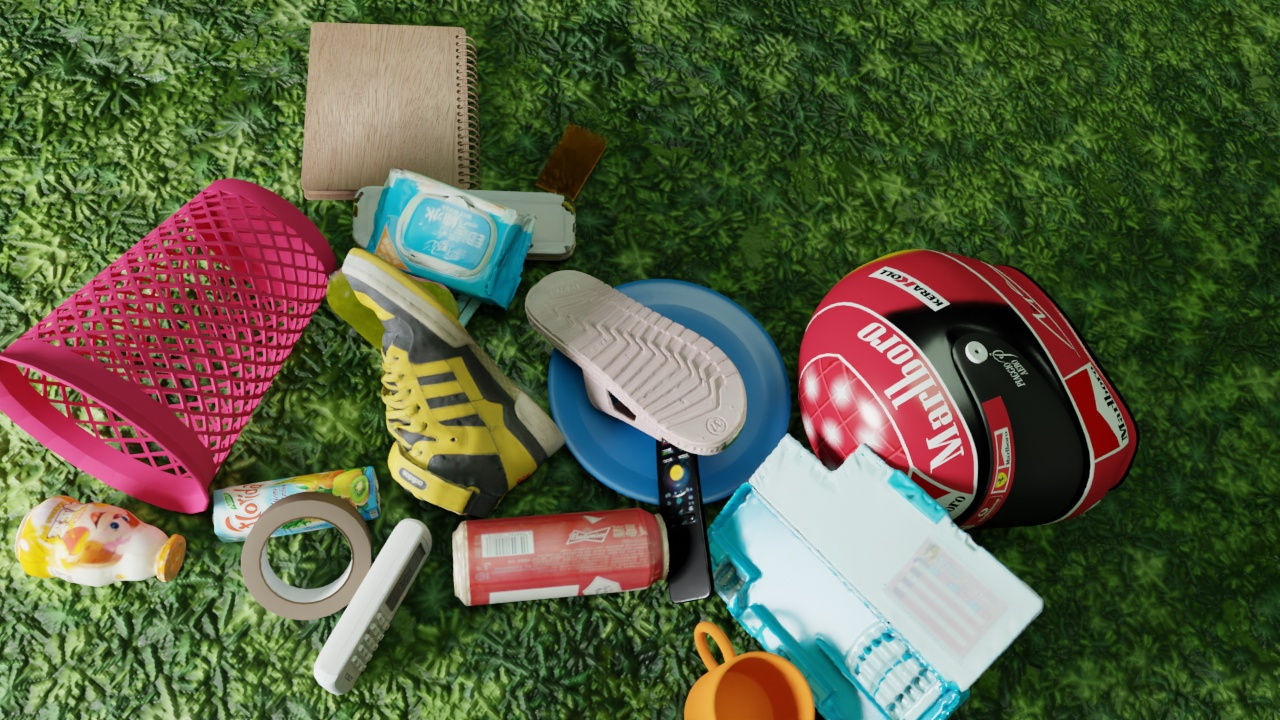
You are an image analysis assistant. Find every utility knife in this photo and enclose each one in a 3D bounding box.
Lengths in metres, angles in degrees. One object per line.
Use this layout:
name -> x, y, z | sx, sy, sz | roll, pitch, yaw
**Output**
utility knife -> -0.169, -0.036, 0.847 | 0.022, 0.015, 0.120 | 30, 66, -4

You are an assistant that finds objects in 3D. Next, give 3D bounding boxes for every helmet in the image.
helmet -> 0.253, 0.036, 0.780 | 0.224, 0.198, 0.271 | -21, 69, -27

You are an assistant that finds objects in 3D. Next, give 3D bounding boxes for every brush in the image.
brush -> -0.079, -0.186, 0.931 | 0.048, 0.017, 0.126 | 25, 63, 3

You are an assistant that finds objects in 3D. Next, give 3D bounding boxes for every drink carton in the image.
drink carton -> -0.278, 0.116, 0.741 | 0.128, 0.039, 0.044 | -8, 66, -14

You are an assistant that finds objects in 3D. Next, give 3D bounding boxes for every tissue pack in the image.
tissue pack -> -0.170, -0.110, 0.822 | 0.144, 0.062, 0.093 | 18, 85, -4

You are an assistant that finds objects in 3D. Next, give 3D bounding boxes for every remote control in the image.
remote control -> -0.204, 0.188, 0.708 | 0.025, 0.060, 0.138 | 24, 63, 6
remote control -> 0.037, 0.125, 0.768 | 0.020, 0.041, 0.151 | 22, 56, -50

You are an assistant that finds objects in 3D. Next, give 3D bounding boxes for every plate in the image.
plate -> 0.026, 0.028, 0.843 | 0.224, 0.024, 0.224 | 4, 65, -8

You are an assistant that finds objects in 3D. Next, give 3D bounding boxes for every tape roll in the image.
tape roll -> -0.256, 0.150, 0.709 | 0.093, 0.030, 0.094 | -1, 96, -14

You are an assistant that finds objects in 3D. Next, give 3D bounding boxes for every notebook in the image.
notebook -> -0.250, -0.255, 0.933 | 0.169, 0.022, 0.210 | -2, 65, -9

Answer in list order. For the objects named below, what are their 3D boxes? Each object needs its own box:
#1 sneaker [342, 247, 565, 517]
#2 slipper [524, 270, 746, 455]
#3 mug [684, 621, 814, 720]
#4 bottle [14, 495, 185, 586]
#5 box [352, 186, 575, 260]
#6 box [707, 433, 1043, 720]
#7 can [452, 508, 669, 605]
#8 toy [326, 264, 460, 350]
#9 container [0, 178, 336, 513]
sneaker -> -0.175, 0.030, 0.731 | 0.122, 0.086, 0.238 | -50, 116, -17
slipper -> -0.005, 0.005, 0.801 | 0.239, 0.064, 0.094 | 37, 61, 27
mug -> 0.072, 0.254, 0.704 | 0.077, 0.096, 0.112 | -24, 71, -20
bottle -> -0.406, 0.140, 0.695 | 0.109, 0.063, 0.063 | 11, 63, -4
box -> -0.166, -0.129, 0.878 | 0.209, 0.045, 0.065 | 1, 84, -7
box -> 0.160, 0.167, 0.701 | 0.227, 0.039, 0.182 | 45, 108, 31
can -> -0.065, 0.157, 0.743 | 0.170, 0.067, 0.067 | -3, 65, -11
toy -> -0.215, -0.047, 0.790 | 0.110, 0.090, 0.051 | 33, 41, -38
container -> -0.359, -0.025, 0.730 | 0.183, 0.184, 0.225 | 24, 56, 2
